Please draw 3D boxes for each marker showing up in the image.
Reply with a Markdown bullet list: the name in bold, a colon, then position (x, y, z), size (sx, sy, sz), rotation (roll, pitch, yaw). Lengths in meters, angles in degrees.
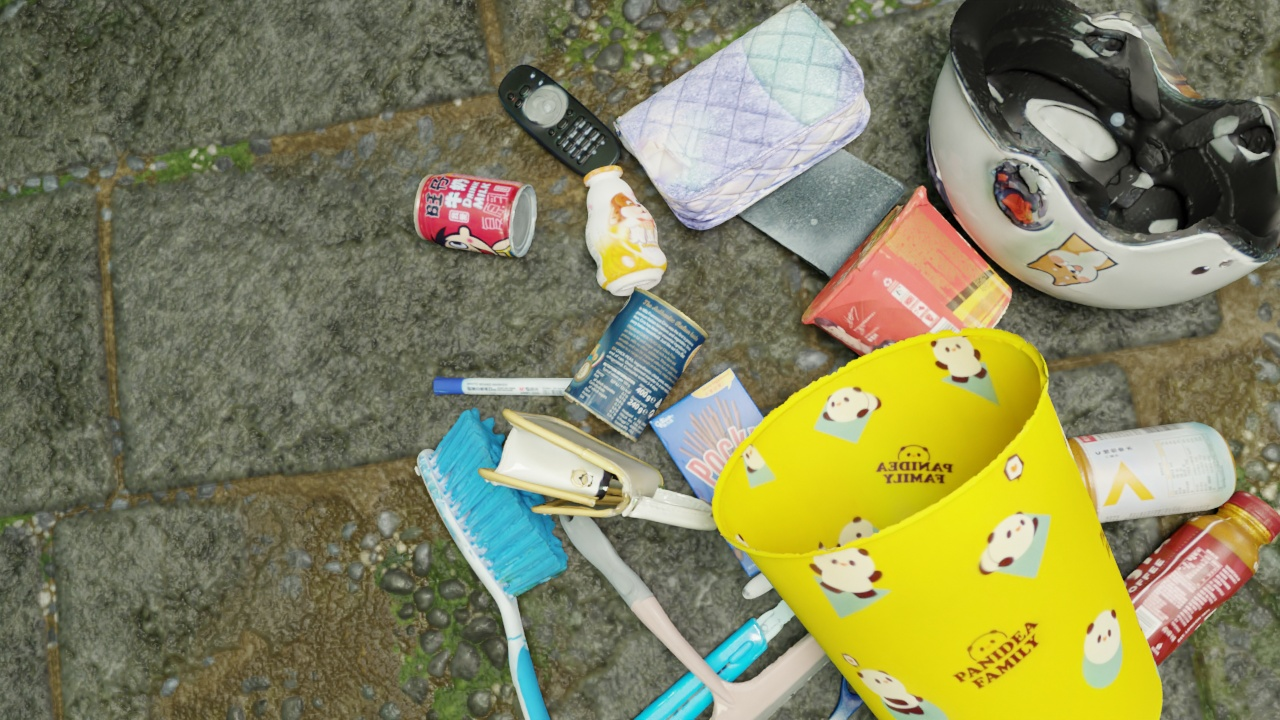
- **marker**: position (-0.114, 0.023, 0.822), size (0.146, 0.017, 0.017), rotation (0, 84, 9)

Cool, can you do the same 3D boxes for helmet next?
- **helmet**: position (0.328, -0.141, 0.691), size (0.274, 0.157, 0.229), rotation (32, 56, 9)

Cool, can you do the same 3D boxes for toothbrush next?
- **toothbrush**: position (0.160, 0.147, 0.764), size (0.180, 0.016, 0.016), rotation (-35, 77, 4)

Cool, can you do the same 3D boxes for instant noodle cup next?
- **instant noodle cup**: position (0.211, -0.048, 0.724), size (0.108, 0.138, 0.138), rotation (41, 91, 2)

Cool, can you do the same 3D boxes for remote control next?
- **remote control**: position (-0.073, -0.216, 0.838), size (0.136, 0.024, 0.053), rotation (43, 93, 12)

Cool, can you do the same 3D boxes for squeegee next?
- **squeegee**: position (0.009, 0.206, 0.756), size (0.248, 0.040, 0.249), rotation (-46, 71, 6)

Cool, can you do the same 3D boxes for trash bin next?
- **trash bin**: position (0.212, 0.145, 0.626), size (0.230, 0.229, 0.255), rotation (-32, 106, 4)

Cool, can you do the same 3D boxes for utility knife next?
- **utility knife**: position (0.084, 0.241, 0.766), size (0.238, 0.018, 0.034), rotation (-43, 79, 2)

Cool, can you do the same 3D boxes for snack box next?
- **snack box**: position (0.085, 0.093, 0.777), size (0.084, 0.026, 0.157), rotation (-34, 80, 5)

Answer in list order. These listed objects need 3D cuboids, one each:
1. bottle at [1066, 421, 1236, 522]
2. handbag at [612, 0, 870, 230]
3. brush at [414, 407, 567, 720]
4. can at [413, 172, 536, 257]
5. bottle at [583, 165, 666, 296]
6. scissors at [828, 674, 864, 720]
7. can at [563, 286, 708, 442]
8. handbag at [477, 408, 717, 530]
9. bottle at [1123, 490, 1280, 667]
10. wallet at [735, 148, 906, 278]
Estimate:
- **bottle**: position (0.349, 0.093, 0.713), size (0.190, 0.068, 0.068), rotation (-9, 82, 11)
- **handbag**: position (0.086, -0.205, 0.780), size (0.194, 0.075, 0.134), rotation (-31, 63, 4)
- **brush**: position (-0.104, 0.200, 0.787), size (0.109, 0.060, 0.314), rotation (-33, 82, 10)
- **can**: position (-0.147, -0.131, 0.819), size (0.094, 0.066, 0.066), rotation (10, 85, 10)
- **bottle**: position (-0.018, -0.113, 0.798), size (0.063, 0.063, 0.108), rotation (-18, 80, 7)
- **scissors**: position (0.166, 0.307, 0.749), size (0.164, 0.012, 0.162), rotation (22, 89, 12)
- **can**: position (-0.005, 0.005, 0.774), size (0.075, 0.075, 0.111), rotation (34, 87, 11)
- **handbag**: position (-0.025, 0.101, 0.724), size (0.179, 0.163, 0.063), rotation (22, 89, 11)
- **bottle**: position (0.410, 0.173, 0.700), size (0.175, 0.057, 0.057), rotation (-44, 79, 2)
- **wallet**: position (0.148, -0.136, 0.777), size (0.097, 0.019, 0.121), rotation (-49, 55, 1)
